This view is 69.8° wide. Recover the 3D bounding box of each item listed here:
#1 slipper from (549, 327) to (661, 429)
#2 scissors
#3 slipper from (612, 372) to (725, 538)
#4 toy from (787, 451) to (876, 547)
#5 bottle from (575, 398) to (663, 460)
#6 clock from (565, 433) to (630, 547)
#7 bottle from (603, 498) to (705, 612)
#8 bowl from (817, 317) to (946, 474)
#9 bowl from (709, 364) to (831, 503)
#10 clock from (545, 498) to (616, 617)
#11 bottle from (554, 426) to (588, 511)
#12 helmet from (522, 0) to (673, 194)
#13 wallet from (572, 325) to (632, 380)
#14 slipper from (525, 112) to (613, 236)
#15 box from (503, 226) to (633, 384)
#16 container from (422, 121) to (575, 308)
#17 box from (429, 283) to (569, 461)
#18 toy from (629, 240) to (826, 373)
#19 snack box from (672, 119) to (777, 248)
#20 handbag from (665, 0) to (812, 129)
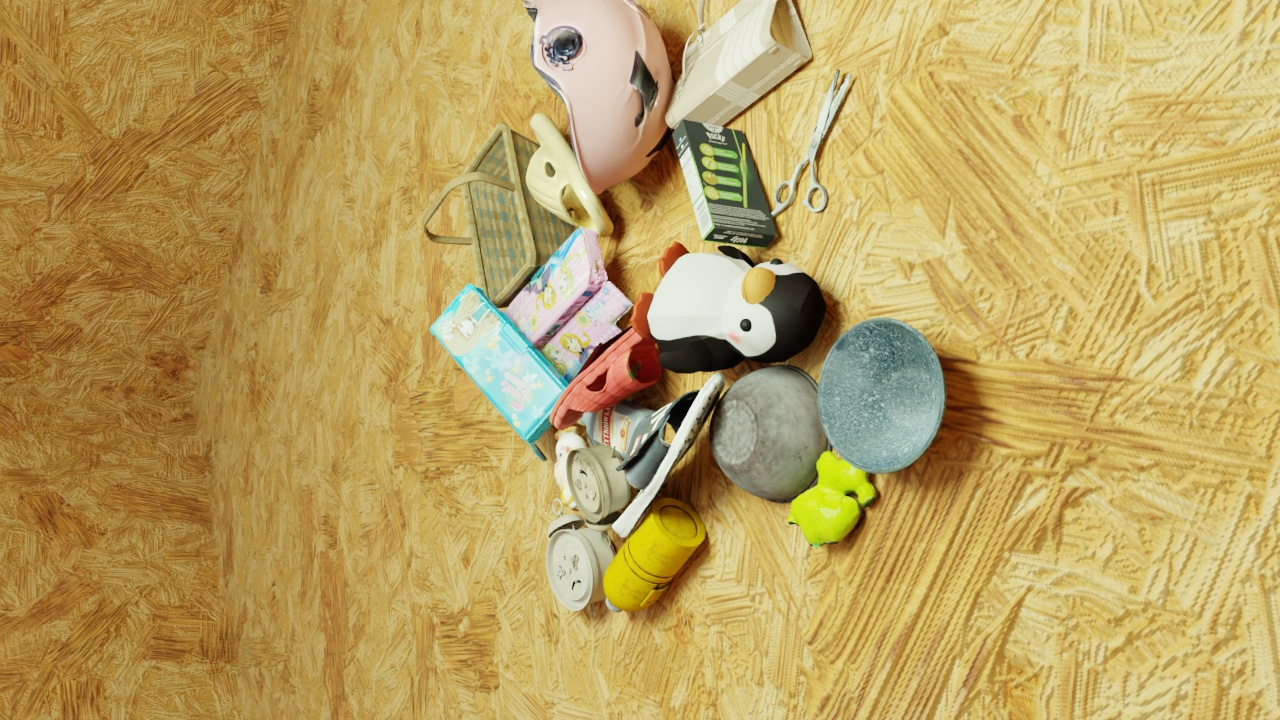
[{"bbox_3d":[-0.006,0.006,1.093,0.249,0.103,0.059,-44,78,17],"label":"slipper"},{"bbox_3d":[0.173,-0.219,0.956,0.118,0.014,0.161,2,91,53],"label":"scissors"},{"bbox_3d":[0.016,0.104,1.025,0.063,0.111,0.265,34,138,9],"label":"slipper"},{"bbox_3d":[0.184,0.135,0.886,0.094,0.036,0.093,-1,80,47],"label":"toy"},{"bbox_3d":[-0.036,0.082,1.176,0.161,0.046,0.072,17,100,53],"label":"bottle"},{"bbox_3d":[-0.047,0.166,1.141,0.093,0.054,0.141,17,118,57],"label":"clock"},{"bbox_3d":[0.006,0.242,1.083,0.164,0.071,0.071,-57,45,32],"label":"bottle"},{"bbox_3d":[0.228,0.032,0.818,0.137,0.057,0.137,-8,80,53],"label":"bowl"},{"bbox_3d":[0.121,0.075,0.949,0.145,0.067,0.145,-9,79,53],"label":"bowl"},{"bbox_3d":[-0.080,0.251,1.208,0.104,0.061,0.156,-49,57,41],"label":"clock"},{"bbox_3d":[-0.085,0.143,1.218,0.063,0.063,0.109,-40,59,44],"label":"bottle"},{"bbox_3d":[-0.037,-0.333,1.111,0.152,0.230,0.255,-13,61,6],"label":"helmet"},{"bbox_3d":[-0.039,-0.004,1.138,0.018,0.115,0.092,45,126,11],"label":"wallet"},{"bbox_3d":[-0.114,-0.246,1.259,0.079,0.111,0.261,-31,48,3],"label":"slipper"},{"bbox_3d":[-0.104,-0.054,1.231,0.231,0.062,0.160,-41,76,44],"label":"box"},{"bbox_3d":[-0.210,-0.208,1.324,0.158,0.186,0.249,-39,57,45],"label":"container"},{"bbox_3d":[-0.200,0.025,1.264,0.227,0.085,0.171,46,134,22],"label":"box"},{"bbox_3d":[0.110,-0.044,0.954,0.184,0.140,0.158,4,57,44],"label":"toy"},{"bbox_3d":[0.090,-0.193,1.000,0.025,0.080,0.147,-49,46,49],"label":"snack box"},{"bbox_3d":[0.104,-0.383,1.048,0.176,0.062,0.197,-28,56,49],"label":"handbag"}]
